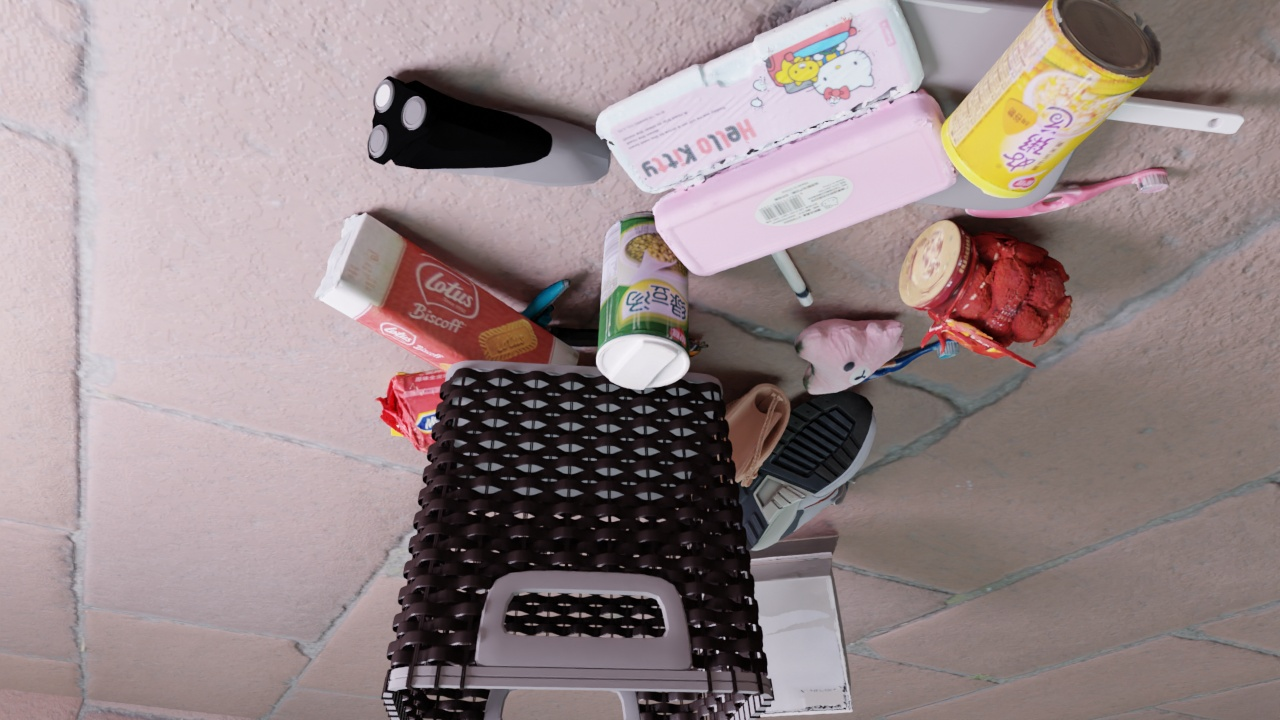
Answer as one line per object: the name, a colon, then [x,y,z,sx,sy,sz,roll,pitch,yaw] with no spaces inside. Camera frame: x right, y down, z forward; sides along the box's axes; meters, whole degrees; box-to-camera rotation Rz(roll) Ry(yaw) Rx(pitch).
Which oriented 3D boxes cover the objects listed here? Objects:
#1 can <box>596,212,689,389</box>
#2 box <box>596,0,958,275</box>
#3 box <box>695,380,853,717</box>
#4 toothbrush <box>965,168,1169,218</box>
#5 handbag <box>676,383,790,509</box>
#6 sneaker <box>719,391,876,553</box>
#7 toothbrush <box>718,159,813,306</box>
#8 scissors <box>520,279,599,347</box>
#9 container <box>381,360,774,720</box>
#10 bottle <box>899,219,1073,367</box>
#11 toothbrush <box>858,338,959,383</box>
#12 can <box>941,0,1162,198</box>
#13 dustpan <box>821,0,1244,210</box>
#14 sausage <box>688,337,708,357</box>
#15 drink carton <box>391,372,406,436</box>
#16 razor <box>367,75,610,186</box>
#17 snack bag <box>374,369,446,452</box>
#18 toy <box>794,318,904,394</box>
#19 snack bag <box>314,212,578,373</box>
can: [0.004,-0.045,0.689,0.067,0.120,0.067,2,147,1]
box: [0.089,-0.134,0.594,0.202,0.041,0.153,-18,139,25]
box: [0.161,0.213,1.164,0.167,0.444,0.165,-8,136,14]
toothbrush: [0.304,-0.118,0.657,0.135,0.016,0.021,-9,144,15]
handbag: [0.040,0.050,0.903,0.187,0.116,0.199,41,146,2]
sneaker: [0.180,0.116,0.968,0.124,0.088,0.240,0,140,-46]
toothbrush: [0.098,-0.094,0.703,0.012,0.017,0.187,-15,143,23]
scissors: [-0.074,-0.028,0.810,0.118,0.019,0.149,23,146,-21]
container: [-0.051,0.166,0.720,0.247,0.243,0.246,3,146,-7]
bottle: [0.260,-0.048,0.697,0.111,0.098,0.099,19,144,-17]
toothbrush: [0.229,0.006,0.851,0.135,0.017,0.021,-19,140,29]
can: [0.227,-0.148,0.518,0.067,0.067,0.105,11,148,-14]
dustpan: [0.250,-0.160,0.587,0.258,0.033,0.163,9,147,6]
sausage: [-0.005,0.005,0.859,0.156,0.020,0.020,-19,142,28]
drink carton: [-0.185,0.052,0.921,0.122,0.040,0.059,8,147,-9]
razor: [-0.096,-0.144,0.606,0.156,0.057,0.060,8,176,-24]
snack bag: [-0.148,0.042,0.847,0.176,0.082,0.082,-9,148,-6]
toy: [0.185,-0.008,0.803,0.096,0.052,0.099,-17,147,6]
snack bag: [-0.147,-0.028,0.741,0.041,0.077,0.225,-22,135,40]
